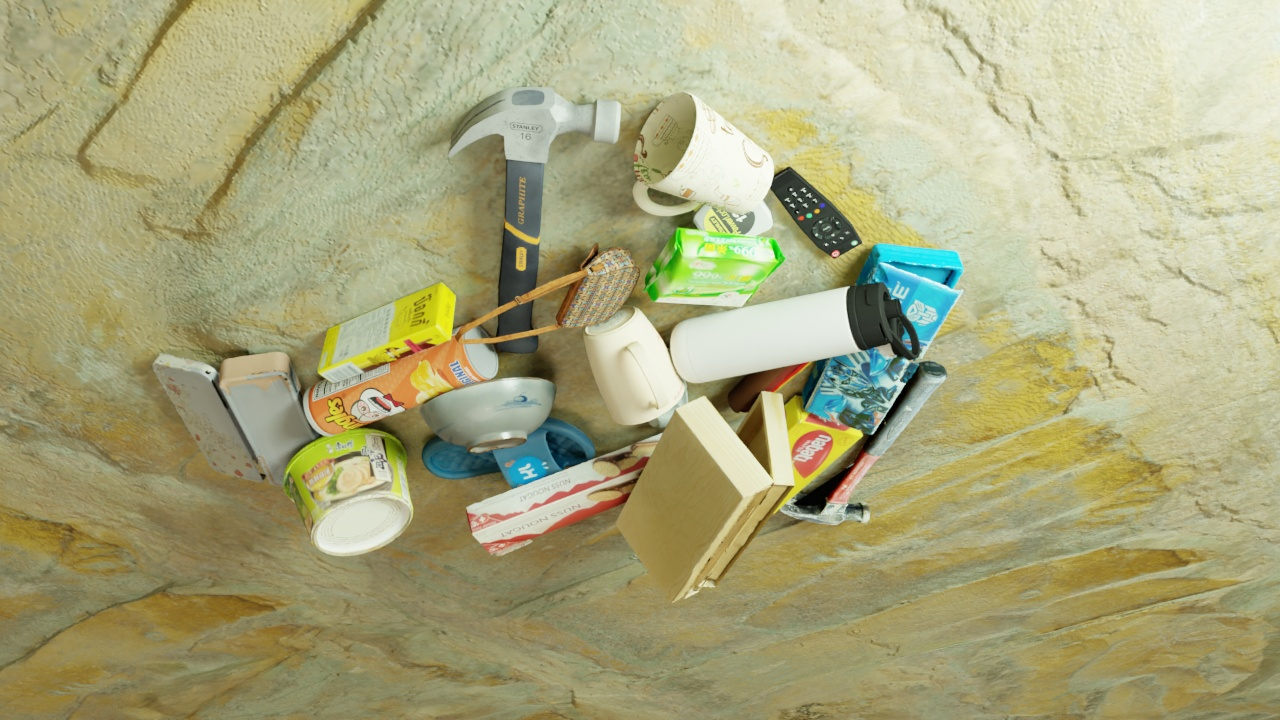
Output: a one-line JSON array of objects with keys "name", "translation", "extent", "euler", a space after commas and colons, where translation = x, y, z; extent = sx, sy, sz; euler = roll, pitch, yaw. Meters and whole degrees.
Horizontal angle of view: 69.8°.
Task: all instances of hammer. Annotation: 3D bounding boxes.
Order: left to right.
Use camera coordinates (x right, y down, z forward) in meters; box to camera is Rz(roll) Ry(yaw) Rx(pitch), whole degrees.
[{"name": "hammer", "translation": [-0.104, -0.113, 0.856], "extent": [0.139, 0.035, 0.313], "euler": [4, 140, -6]}, {"name": "hammer", "translation": [0.282, 0.111, 1.148], "extent": [0.140, 0.036, 0.327], "euler": [6, 139, -13]}]

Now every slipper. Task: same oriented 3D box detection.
[{"name": "slipper", "translation": [-0.162, 0.114, 1.107], "extent": [0.214, 0.059, 0.104], "euler": [-7, 138, 7]}]

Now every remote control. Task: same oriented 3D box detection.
[{"name": "remote control", "translation": [0.028, 0.035, 1.049], "extent": [0.050, 0.022, 0.133], "euler": [-6, 140, 3]}, {"name": "remote control", "translation": [0.162, -0.138, 0.857], "extent": [0.039, 0.010, 0.124], "euler": [-30, 133, 29]}]

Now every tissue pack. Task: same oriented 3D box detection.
[{"name": "tissue pack", "translation": [0.067, -0.086, 0.877], "extent": [0.114, 0.034, 0.100], "euler": [1, 156, -19]}]

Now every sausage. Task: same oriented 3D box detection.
[{"name": "sausage", "translation": [0.151, 0.009, 1.012], "extent": [0.040, 0.040, 0.156], "euler": [18, 136, -24]}]

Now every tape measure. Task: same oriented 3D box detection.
[{"name": "tape measure", "translation": [0.084, -0.137, 0.849], "extent": [0.065, 0.016, 0.064], "euler": [-23, 136, 23]}]

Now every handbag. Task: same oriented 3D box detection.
[{"name": "handbag", "translation": [-0.091, -0.054, 0.853], "extent": [0.195, 0.043, 0.094], "euler": [-23, 158, -35]}]

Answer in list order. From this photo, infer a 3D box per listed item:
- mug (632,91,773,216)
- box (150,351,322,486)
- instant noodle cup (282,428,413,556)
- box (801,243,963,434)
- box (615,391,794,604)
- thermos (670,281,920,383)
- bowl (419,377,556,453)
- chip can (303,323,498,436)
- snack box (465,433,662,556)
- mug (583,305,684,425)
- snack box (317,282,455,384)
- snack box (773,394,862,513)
[{"name": "mug", "translation": [0.045, -0.158, 0.783], "extent": [0.097, 0.081, 0.122], "euler": [19, 142, -34]}, {"name": "box", "translation": [-0.451, 0.070, 1.054], "extent": [0.157, 0.063, 0.217], "euler": [8, 141, 4]}, {"name": "instant noodle cup", "translation": [-0.340, 0.160, 1.087], "extent": [0.146, 0.097, 0.146], "euler": [-19, 144, -15]}, {"name": "box", "translation": [0.250, -0.014, 0.969], "extent": [0.091, 0.066, 0.244], "euler": [5, 140, -8]}, {"name": "box", "translation": [0.081, 0.159, 1.051], "extent": [0.148, 0.140, 0.249], "euler": [-10, 147, -27]}, {"name": "thermos", "translation": [0.152, -0.019, 0.924], "extent": [0.230, 0.068, 0.101], "euler": [-11, 141, 28]}, {"name": "bowl", "translation": [-0.161, 0.067, 1.004], "extent": [0.150, 0.056, 0.151], "euler": [-12, 166, -3]}, {"name": "chip can", "translation": [-0.259, 0.022, 0.986], "extent": [0.211, 0.062, 0.062], "euler": [-19, 138, 19]}, {"name": "snack box", "translation": [-0.072, 0.163, 1.123], "extent": [0.273, 0.044, 0.077], "euler": [-21, 147, -1]}, {"name": "mug", "translation": [-0.006, 0.005, 0.936], "extent": [0.085, 0.111, 0.104], "euler": [-30, 115, -11]}, {"name": "snack box", "translation": [-0.257, -0.027, 0.928], "extent": [0.149, 0.061, 0.025], "euler": [-19, 138, 19]}, {"name": "snack box", "translation": [0.179, 0.121, 1.146], "extent": [0.092, 0.042, 0.201], "euler": [15, 138, -22]}]
